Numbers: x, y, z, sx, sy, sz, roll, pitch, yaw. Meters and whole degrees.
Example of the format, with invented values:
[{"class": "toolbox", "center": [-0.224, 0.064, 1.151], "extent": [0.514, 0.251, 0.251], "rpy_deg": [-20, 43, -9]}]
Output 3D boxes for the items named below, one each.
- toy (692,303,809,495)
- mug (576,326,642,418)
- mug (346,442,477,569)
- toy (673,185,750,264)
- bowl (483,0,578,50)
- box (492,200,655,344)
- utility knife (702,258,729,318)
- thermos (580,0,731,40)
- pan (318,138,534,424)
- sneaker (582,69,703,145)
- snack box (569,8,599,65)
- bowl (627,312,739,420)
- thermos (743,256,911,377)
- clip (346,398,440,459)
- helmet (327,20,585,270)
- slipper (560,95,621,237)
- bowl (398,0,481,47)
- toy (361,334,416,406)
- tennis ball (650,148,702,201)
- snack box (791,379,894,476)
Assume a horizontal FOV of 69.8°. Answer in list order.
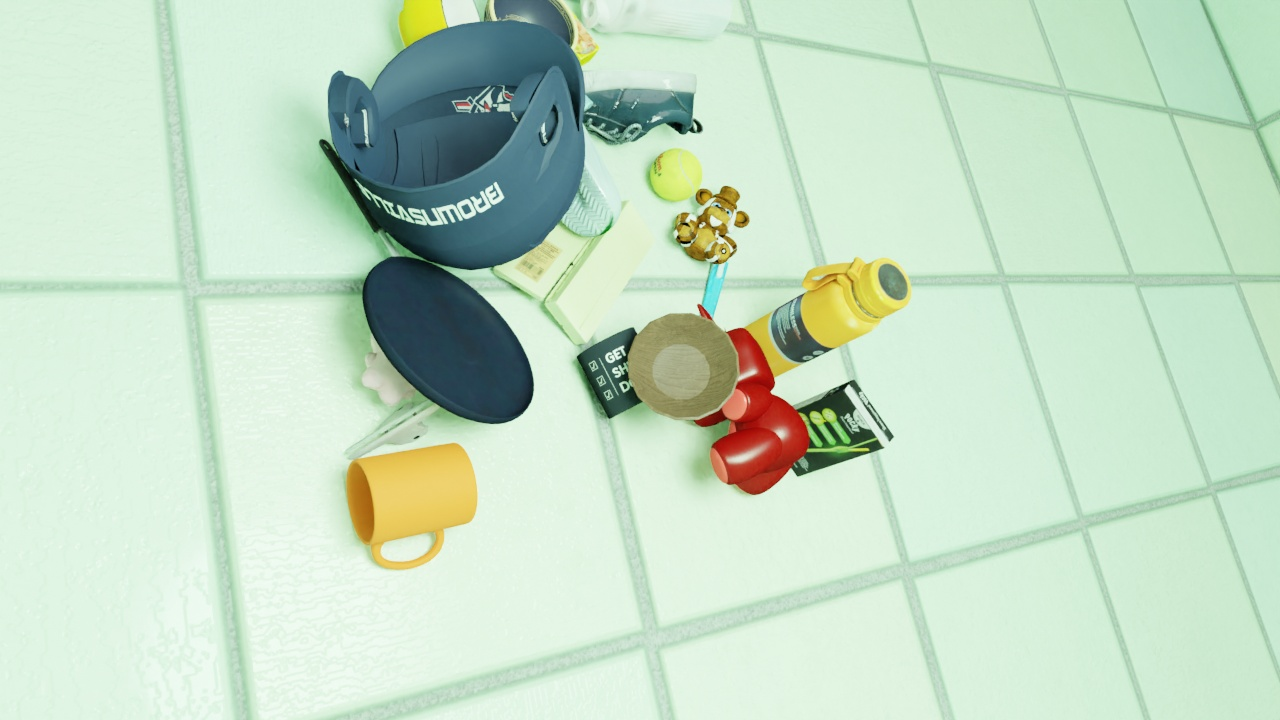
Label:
[{"class": "toy", "center": [0.112, 0.046, 1.045], "extent": [0.158, 0.121, 0.197], "rpy_deg": [31, 36, -64]}, {"class": "mug", "center": [-0.006, 0.006, 1.004], "extent": [0.105, 0.071, 0.077], "rpy_deg": [-27, 87, -5]}, {"class": "mug", "center": [-0.209, 0.138, 0.841], "extent": [0.095, 0.078, 0.113], "rpy_deg": [-8, 104, -34]}, {"class": "toy", "center": [0.091, -0.172, 1.152], "extent": [0.087, 0.067, 0.112], "rpy_deg": [31, 70, -2]}, {"class": "bowl", "center": [-0.138, -0.388, 1.090], "extent": [0.112, 0.061, 0.112], "rpy_deg": [12, 66, -28]}, {"class": "box", "center": [-0.067, -0.125, 1.047], "extent": [0.141, 0.047, 0.187], "rpy_deg": [41, 55, -10]}, {"class": "utility knife", "center": [0.089, -0.084, 1.147], "extent": [0.022, 0.015, 0.123], "rpy_deg": [23, 63, -9]}, {"class": "thermos", "center": [0.017, -0.473, 1.208], "extent": [0.219, 0.100, 0.099], "rpy_deg": [-8, 76, -39]}, {"class": "pan", "center": [-0.229, -0.082, 0.906], "extent": [0.356, 0.021, 0.198], "rpy_deg": [55, 23, 12]}, {"class": "sneaker", "center": [-0.034, -0.306, 1.115], "extent": [0.235, 0.089, 0.087], "rpy_deg": [-6, 106, -19]}, {"class": "snack box", "center": [-0.113, -0.433, 1.144], "extent": [0.148, 0.029, 0.040], "rpy_deg": [52, 53, -5]}, {"class": "bowl", "center": [0.044, 0.009, 0.963], "extent": [0.118, 0.030, 0.117], "rpy_deg": [1, 73, -4]}, {"class": "thermos", "center": [0.204, -0.049, 1.069], "extent": [0.091, 0.233, 0.076], "rpy_deg": [15, 65, -27]}, {"class": "clip", "center": [-0.224, 0.064, 0.868], "extent": [0.040, 0.102, 0.054], "rpy_deg": [60, 9, -2]}, {"class": "helmet", "center": [-0.163, -0.220, 0.909], "extent": [0.232, 0.223, 0.271], "rpy_deg": [3, 72, 11]}, {"class": "slipper", "center": [-0.092, -0.252, 1.022], "extent": [0.074, 0.104, 0.245], "rpy_deg": [-32, 93, -47]}, {"class": "bowl", "center": [-0.223, -0.365, 1.012], "extent": [0.117, 0.068, 0.117], "rpy_deg": [-10, 89, -77]}, {"class": "toy", "center": [-0.229, 0.002, 0.884], "extent": [0.099, 0.053, 0.095], "rpy_deg": [44, 47, -14]}, {"class": "tennis ball", "center": [0.045, -0.231, 1.144], "extent": [0.065, 0.065, 0.065], "rpy_deg": [12, 66, -28]}, {"class": "snack box", "center": [0.216, 0.082, 1.079], "extent": [0.025, 0.148, 0.080], "rpy_deg": [-38, 94, -37]}]
